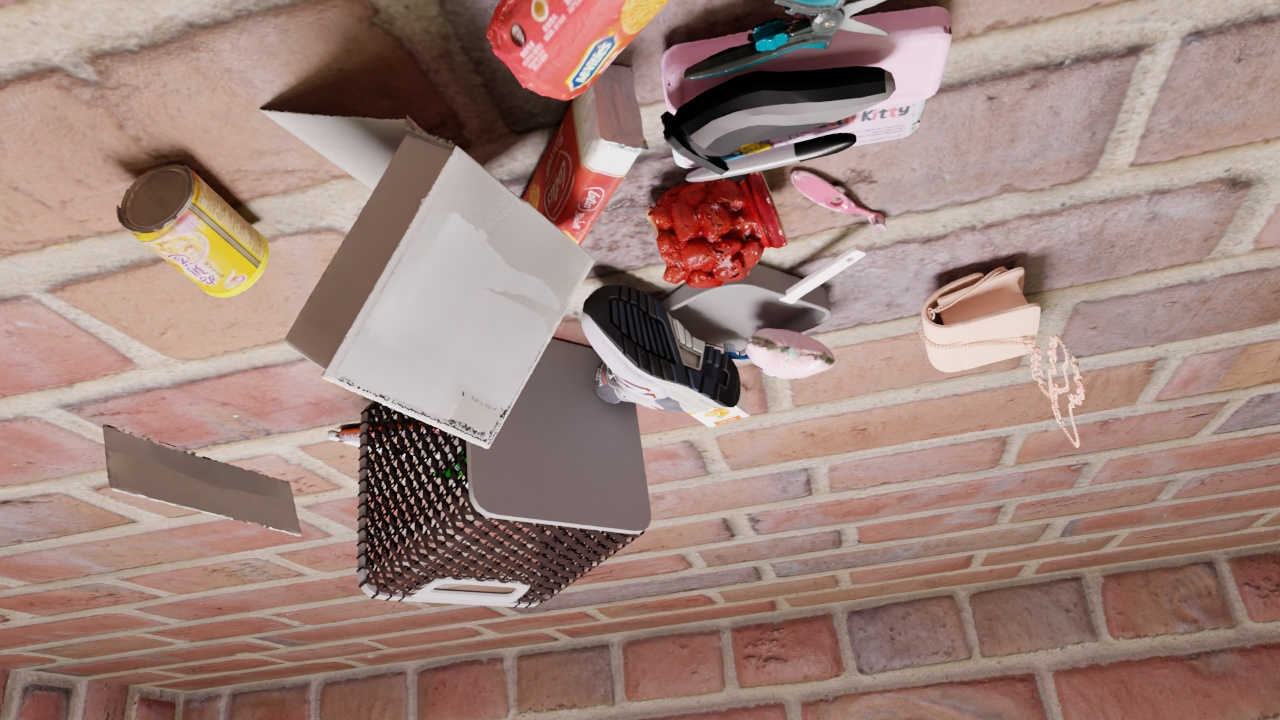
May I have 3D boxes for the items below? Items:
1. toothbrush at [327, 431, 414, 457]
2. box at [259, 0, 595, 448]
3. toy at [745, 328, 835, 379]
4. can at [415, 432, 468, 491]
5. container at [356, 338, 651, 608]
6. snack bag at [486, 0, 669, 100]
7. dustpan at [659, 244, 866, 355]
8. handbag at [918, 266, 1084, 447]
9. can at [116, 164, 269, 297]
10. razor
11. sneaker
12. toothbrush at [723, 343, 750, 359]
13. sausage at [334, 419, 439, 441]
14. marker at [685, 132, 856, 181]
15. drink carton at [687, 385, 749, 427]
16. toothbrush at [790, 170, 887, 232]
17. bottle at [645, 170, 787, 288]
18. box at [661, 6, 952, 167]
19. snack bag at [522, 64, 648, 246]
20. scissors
[{"bbox_3d":[-0.348,0.126,1.267,0.012,0.017,0.186,-37,142,26],"label":"toothbrush"},{"bbox_3d":[-0.169,-0.166,0.697,0.165,0.445,0.167,-28,149,17],"label":"box"},{"bbox_3d":[0.154,-0.006,1.010,0.099,0.052,0.096,13,172,-10],"label":"toy"},{"bbox_3d":[-0.251,0.134,1.246,0.067,0.067,0.121,-11,154,11],"label":"can"},{"bbox_3d":[-0.158,0.124,1.053,0.247,0.245,0.244,14,144,-35],"label":"container"},{"bbox_3d":[-0.024,-0.230,0.544,0.082,0.082,0.177,15,146,-36],"label":"snack bag"},{"bbox_3d":[0.132,-0.064,0.958,0.163,0.033,0.258,13,148,-34],"label":"dustpan"},{"bbox_3d":[0.378,0.007,0.979,0.117,0.187,0.198,-20,156,13],"label":"handbag"},{"bbox_3d":[-0.356,-0.103,0.739,0.068,0.067,0.105,-10,153,9],"label":"can"},{"bbox_3d":[0.094,-0.172,0.623,0.156,0.057,0.060,-20,123,11],"label":"razor"},{"bbox_3d":[-0.006,0.006,0.983,0.125,0.088,0.239,-17,145,39],"label":"sneaker"},{"bbox_3d":[0.137,-0.004,1.075,0.022,0.017,0.134,-13,165,39],"label":"toothbrush"},{"bbox_3d":[-0.321,0.089,1.193,0.155,0.020,0.020,-5,154,0],"label":"sausage"},{"bbox_3d":[0.102,-0.160,0.728,0.139,0.016,0.022,-9,-166,22],"label":"marker"},{"bbox_3d":[0.088,0.044,1.161,0.059,0.040,0.122,-18,151,24],"label":"drink carton"},{"bbox_3d":[0.182,-0.143,0.827,0.134,0.016,0.022,16,138,-39],"label":"toothbrush"},{"bbox_3d":[0.064,-0.111,0.794,0.111,0.098,0.099,-21,152,8],"label":"bottle"},{"bbox_3d":[0.120,-0.192,0.686,0.201,0.041,0.154,-7,155,4],"label":"box"},{"bbox_3d":[-0.059,-0.131,0.730,0.041,0.077,0.226,2,153,-24],"label":"snack bag"},{"bbox_3d":[0.088,-0.220,0.576,0.148,0.019,0.118,-16,155,17],"label":"scissors"}]
